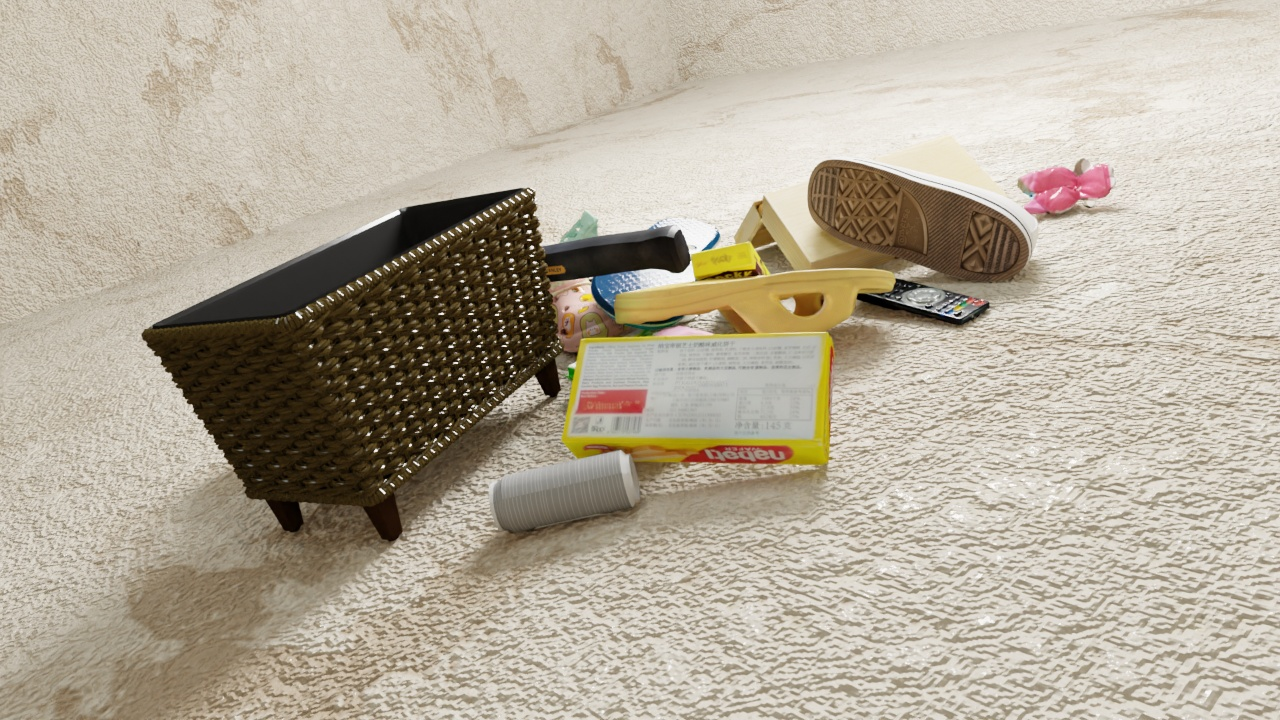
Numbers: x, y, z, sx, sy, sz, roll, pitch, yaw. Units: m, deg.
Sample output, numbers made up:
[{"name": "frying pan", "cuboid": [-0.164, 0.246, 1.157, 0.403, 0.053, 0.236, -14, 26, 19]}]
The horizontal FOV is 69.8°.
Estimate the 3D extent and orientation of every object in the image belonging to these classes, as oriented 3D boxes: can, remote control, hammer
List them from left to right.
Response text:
[{"name": "hammer", "cuboid": [-0.091, -0.092, 0.931, 0.313, 0.139, 0.035, -2, 34, 32]}, {"name": "can", "cuboid": [-0.056, 0.098, 0.684, 0.107, 0.044, 0.044, -13, 21, 6]}, {"name": "remote control", "cuboid": [0.265, -0.058, 0.889, 0.045, 0.021, 0.140, -28, 29, -27]}]

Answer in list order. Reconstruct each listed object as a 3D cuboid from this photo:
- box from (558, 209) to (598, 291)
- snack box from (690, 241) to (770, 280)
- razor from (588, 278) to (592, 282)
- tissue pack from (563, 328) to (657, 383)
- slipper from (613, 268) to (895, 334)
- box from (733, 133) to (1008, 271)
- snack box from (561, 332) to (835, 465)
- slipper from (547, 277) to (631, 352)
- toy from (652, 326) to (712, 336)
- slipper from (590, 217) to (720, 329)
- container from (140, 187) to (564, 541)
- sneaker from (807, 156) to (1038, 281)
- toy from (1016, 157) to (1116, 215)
[{"name": "box", "cuboid": [-0.107, -0.110, 1.118, 0.138, 0.055, 0.187, -36, -8, -6]}, {"name": "snack box", "cuboid": [0.100, -0.086, 0.958, 0.061, 0.025, 0.149, -10, -13, 16]}, {"name": "razor", "cuboid": [-0.034, -0.108, 1.210, 0.144, 0.044, 0.021, -8, 63, 28]}, {"name": "tissue pack", "cuboid": [-0.005, 0.005, 0.900, 0.113, 0.034, 0.100, -30, 27, -29]}, {"name": "slipper", "cuboid": [0.107, -0.043, 0.870, 0.263, 0.078, 0.099, -5, 7, -4]}, {"name": "box", "cuboid": [0.263, -0.187, 1.115, 0.247, 0.119, 0.252, -18, 15, -10]}, {"name": "snack box", "cuboid": [0.044, 0.029, 0.700, 0.201, 0.042, 0.092, -1, 62, 19]}, {"name": "slipper", "cuboid": [-0.079, -0.068, 1.069, 0.093, 0.081, 0.197, -23, 20, -23]}, {"name": "toy", "cuboid": [0.053, 0.021, 0.774, 0.123, 0.067, 0.158, -33, 32, -32]}, {"name": "slipper", "cuboid": [0.021, -0.092, 1.039, 0.118, 0.060, 0.294, 16, 31, 10]}, {"name": "container", "cuboid": [-0.217, -0.002, 0.820, 0.177, 0.205, 0.319, -2, 25, 31]}, {"name": "sneaker", "cuboid": [0.300, -0.160, 0.967, 0.246, 0.091, 0.097, 22, 33, 30]}, {"name": "toy", "cuboid": [0.484, -0.191, 1.042, 0.103, 0.050, 0.065, -11, 55, 31]}]
